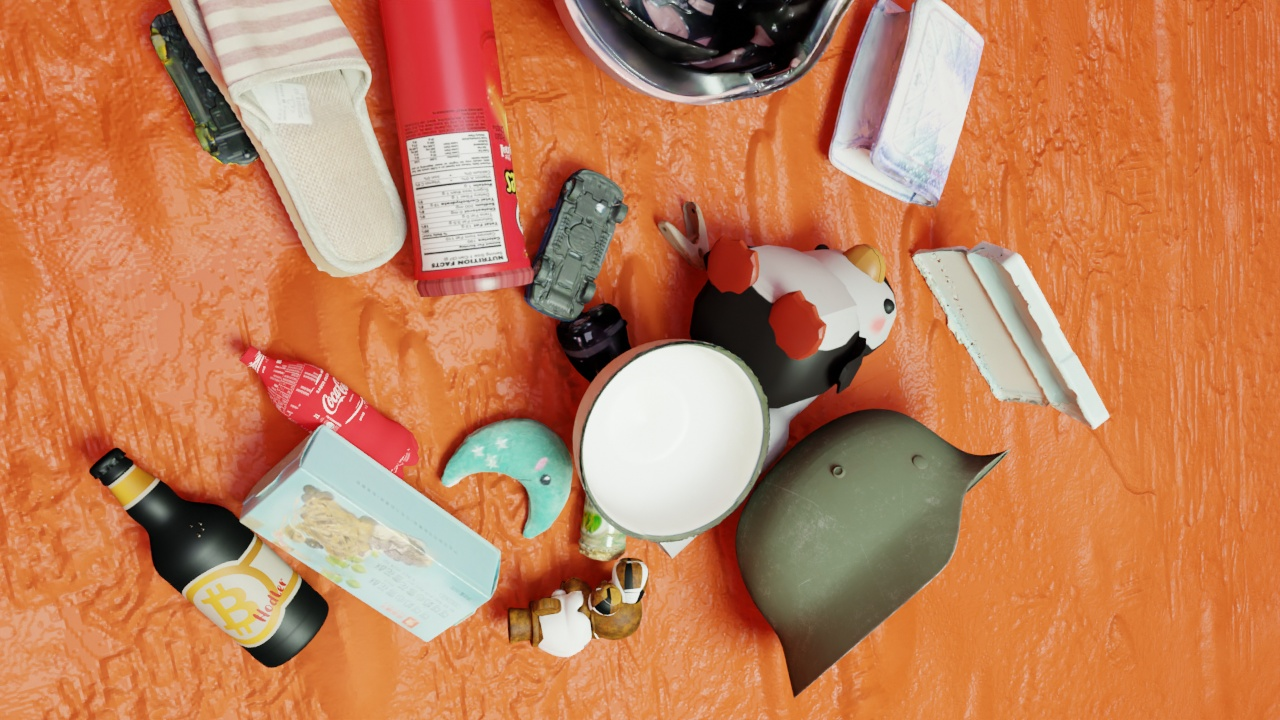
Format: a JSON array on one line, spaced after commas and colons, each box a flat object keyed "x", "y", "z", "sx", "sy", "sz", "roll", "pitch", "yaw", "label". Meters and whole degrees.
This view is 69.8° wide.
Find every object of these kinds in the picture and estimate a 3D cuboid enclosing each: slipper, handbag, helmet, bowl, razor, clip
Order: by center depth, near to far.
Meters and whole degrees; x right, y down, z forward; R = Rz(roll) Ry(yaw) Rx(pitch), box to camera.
[{"x": -0.225, "y": -0.181, "z": 0.602, "sx": 0.114, "sy": 0.052, "sz": 0.263, "roll": -41, "pitch": 119, "yaw": -45, "label": "slipper"}, {"x": 0.033, "y": -0.305, "z": 0.671, "sx": 0.230, "sy": 0.153, "sz": 0.255, "roll": 43, "pitch": 80, "yaw": -25, "label": "helmet"}, {"x": 0.015, "y": 0.054, "z": 0.697, "sx": 0.153, "sy": 0.073, "sz": 0.153, "roll": -6, "pitch": 105, "yaw": -22, "label": "bowl"}, {"x": -0.004, "y": 0.004, "z": 0.747, "sx": 0.140, "sy": 0.053, "sz": 0.063, "roll": 32, "pitch": 89, "yaw": -26, "label": "razor"}, {"x": 0.046, "y": -0.104, "z": 0.772, "sx": 0.049, "sy": 0.026, "sz": 0.061, "roll": 18, "pitch": 90, "yaw": -27, "label": "clip"}, {"x": 0.181, "y": 0.134, "z": 0.776, "sx": 0.267, "sy": 0.227, "sz": 0.154, "roll": -39, "pitch": 69, "yaw": -5, "label": "helmet"}, {"x": 0.242, "y": -0.231, "z": 0.826, "sx": 0.126, "sy": 0.069, "sz": 0.158, "roll": 15, "pitch": 91, "yaw": -39, "label": "handbag"}]

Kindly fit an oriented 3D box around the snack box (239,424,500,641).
[{"x": -0.190, "y": 0.128, "z": 0.661, "sx": 0.075, "sy": 0.053, "sz": 0.174, "roll": -37, "pitch": 115, "yaw": 24, "label": "snack box"}]

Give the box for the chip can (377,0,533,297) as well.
[{"x": -0.132, "y": -0.156, "z": 0.652, "sx": 0.087, "sy": 0.087, "sz": 0.213, "roll": -10, "pitch": 100, "yaw": -23, "label": "chip can"}]

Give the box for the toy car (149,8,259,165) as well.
[{"x": -0.284, "y": -0.182, "z": 0.610, "sx": 0.049, "sy": 0.030, "sz": 0.107, "roll": -25, "pitch": 108, "yaw": -21, "label": "toy car"}]

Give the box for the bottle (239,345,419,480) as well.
[{"x": -0.222, "y": 0.036, "z": 0.658, "sx": 0.141, "sy": 0.042, "sz": 0.042, "roll": 40, "pitch": 79, "yaw": -23, "label": "bottle"}]

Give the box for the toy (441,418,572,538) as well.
[{"x": -0.096, "y": 0.089, "z": 0.729, "sx": 0.105, "sy": 0.033, "sz": 0.085, "roll": 40, "pitch": 90, "yaw": -24, "label": "toy"}]

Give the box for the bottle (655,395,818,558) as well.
[{"x": 0.080, "y": 0.083, "z": 0.786, "sx": 0.195, "sy": 0.052, "sz": 0.052, "roll": -42, "pitch": 111, "yaw": -10, "label": "bottle"}]

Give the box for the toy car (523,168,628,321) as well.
[{"x": -0.055, "y": -0.091, "z": 0.717, "sx": 0.056, "sy": 0.044, "sz": 0.120, "roll": 24, "pitch": 83, "yaw": -25, "label": "toy car"}]

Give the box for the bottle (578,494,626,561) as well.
[{"x": -0.025, "y": 0.107, "z": 0.756, "sx": 0.043, "sy": 0.043, "sz": 0.111, "roll": 7, "pitch": 96, "yaw": -25, "label": "bottle"}]

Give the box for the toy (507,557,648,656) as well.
[{"x": -0.050, "y": 0.202, "z": 0.739, "sx": 0.112, "sy": 0.087, "sz": 0.067, "roll": -1, "pitch": 58, "yaw": -12, "label": "toy"}]

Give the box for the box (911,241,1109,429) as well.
[{"x": 0.346, "y": -0.027, "z": 0.854, "sx": 0.044, "sy": 0.136, "sz": 0.197, "roll": -41, "pitch": 111, "yaw": -10, "label": "box"}]

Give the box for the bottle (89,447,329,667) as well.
[{"x": -0.297, "y": 0.130, "z": 0.626, "sx": 0.059, "sy": 0.059, "sz": 0.181, "roll": -43, "pitch": 111, "yaw": -14, "label": "bottle"}]

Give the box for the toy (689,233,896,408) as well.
[{"x": 0.137, "y": -0.032, "z": 0.771, "sx": 0.183, "sy": 0.159, "sz": 0.140, "roll": -17, "pitch": 143, "yaw": -42, "label": "toy"}]
